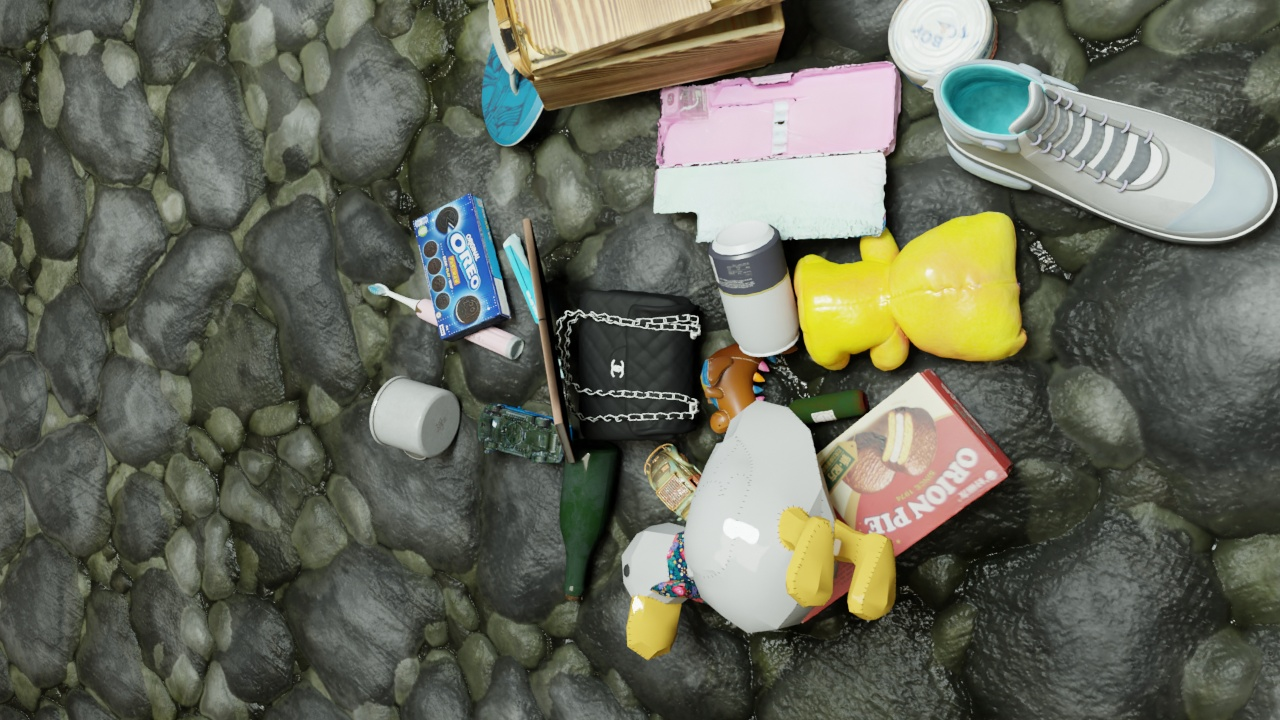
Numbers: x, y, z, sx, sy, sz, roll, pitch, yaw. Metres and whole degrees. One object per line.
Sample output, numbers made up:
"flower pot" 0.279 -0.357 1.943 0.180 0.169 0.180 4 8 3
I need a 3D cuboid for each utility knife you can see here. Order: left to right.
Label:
"utility knife" -0.112 -0.059 1.012 0.022 0.015 0.169 -26 85 33

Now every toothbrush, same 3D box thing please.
"toothbrush" -0.231 -0.051 1.065 0.223 0.026 0.027 22 107 24

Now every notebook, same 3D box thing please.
"notebook" -0.090 -0.015 0.910 0.008 0.141 0.209 -10 69 -3

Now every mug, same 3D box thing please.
"mug" -0.257 0.076 1.066 0.070 0.084 0.113 14 134 23

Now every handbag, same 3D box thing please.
"handbag" -0.006 0.005 0.906 0.125 0.114 0.153 3 92 22

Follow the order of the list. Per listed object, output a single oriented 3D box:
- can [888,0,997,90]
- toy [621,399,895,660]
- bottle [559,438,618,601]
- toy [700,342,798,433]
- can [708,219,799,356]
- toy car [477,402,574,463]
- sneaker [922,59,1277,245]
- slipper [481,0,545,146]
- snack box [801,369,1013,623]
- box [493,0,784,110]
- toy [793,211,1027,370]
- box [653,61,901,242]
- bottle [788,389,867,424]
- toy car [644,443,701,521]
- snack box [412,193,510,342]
"can" 0.259 -0.278 0.788 0.086 0.043 0.086 1 92 28
"toy" 0.084 0.155 0.798 0.268 0.140 0.246 -1 73 53
"bottle" -0.062 0.173 0.980 0.055 0.055 0.174 13 101 26
"toy" 0.109 0.025 0.884 0.103 0.070 0.090 -19 76 4
"can" 0.107 -0.060 0.838 0.064 0.064 0.127 -2 125 27
"toy car" -0.126 0.081 1.012 0.120 0.043 0.056 11 99 29
"sneaker" 0.343 -0.162 0.689 0.257 0.160 0.093 28 106 24
"slipper" -0.115 -0.372 0.949 0.118 0.060 0.295 35 108 43
"snack box" 0.206 0.124 0.835 0.237 0.060 0.113 -44 73 23
"box" -0.020 -0.396 0.808 0.247 0.176 0.279 -11 90 4
"toy" 0.226 -0.060 0.798 0.194 0.087 0.134 -6 87 28
"box" 0.121 -0.187 0.858 0.231 0.035 0.159 2 85 27
"bottle" 0.162 0.047 0.872 0.106 0.025 0.025 -12 88 27
"toy car" 0.044 0.135 0.926 0.112 0.047 0.047 46 108 17
"snack box" -0.200 -0.104 1.029 0.082 0.027 0.150 -23 75 20
